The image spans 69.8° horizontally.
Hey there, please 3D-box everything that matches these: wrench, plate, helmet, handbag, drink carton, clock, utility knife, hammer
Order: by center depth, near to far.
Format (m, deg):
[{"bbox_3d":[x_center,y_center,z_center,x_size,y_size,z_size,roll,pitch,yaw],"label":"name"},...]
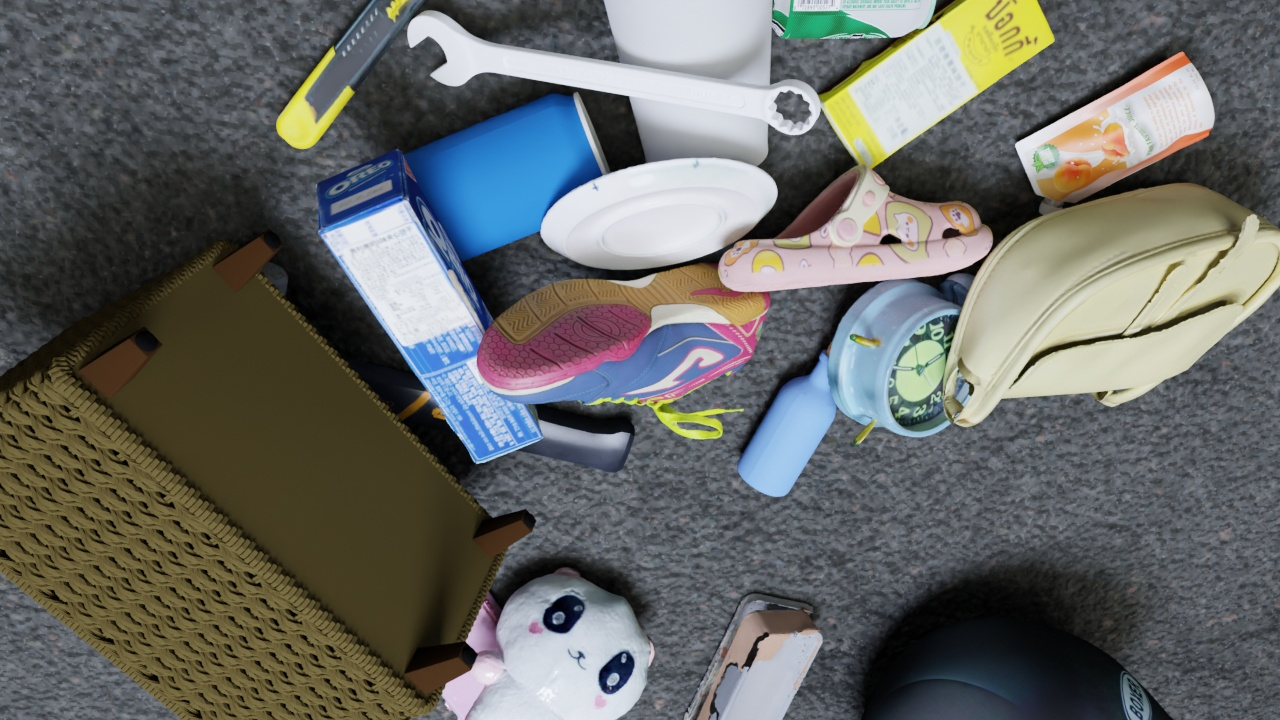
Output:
[{"bbox_3d":[-0.026,-0.170,0.545,0.274,0.009,0.047,16,140,22],"label":"wrench"},{"bbox_3d":[-0.162,-0.220,0.582,0.029,0.020,0.213,37,107,-23],"label":"utility knife"},{"bbox_3d":[0.013,-0.091,0.604,0.157,0.157,0.014,-10,76,0],"label":"plate"},{"bbox_3d":[0.335,-0.033,0.650,0.232,0.088,0.191,-4,126,-27],"label":"handbag"},{"bbox_3d":[0.336,-0.157,0.656,0.122,0.038,0.069,-28,116,16],"label":"drink carton"},{"bbox_3d":[0.216,-0.005,0.693,0.161,0.060,0.118,-22,119,-21],"label":"clock"},{"bbox_3d":[-0.155,0.028,0.703,0.312,0.035,0.140,14,117,-13],"label":"hammer"},{"bbox_3d":[0.306,0.376,0.812,0.236,0.248,0.317,22,119,15],"label":"helmet"}]

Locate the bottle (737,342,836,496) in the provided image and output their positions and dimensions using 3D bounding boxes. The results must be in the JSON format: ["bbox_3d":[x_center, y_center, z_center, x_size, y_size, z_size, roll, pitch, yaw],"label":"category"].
[{"bbox_3d":[0.126,0.044,0.728,0.048,0.048,0.131,20,114,-15],"label":"bottle"}]

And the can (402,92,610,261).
[{"bbox_3d":[-0.096,-0.117,0.606,0.146,0.078,0.079,-21,117,5],"label":"can"}]

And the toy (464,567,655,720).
[{"bbox_3d":[-0.076,0.263,0.766,0.139,0.179,0.102,46,143,0],"label":"toy"}]

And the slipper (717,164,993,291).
[{"bbox_3d":[0.145,-0.093,0.637,0.197,0.093,0.081,-9,94,-14],"label":"slipper"}]

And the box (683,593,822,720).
[{"bbox_3d":[0.098,0.321,0.867,0.081,0.062,0.217,9,117,-22],"label":"box"}]

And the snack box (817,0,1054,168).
[{"bbox_3d":[0.198,-0.197,0.622,0.149,0.025,0.061,-34,116,12],"label":"snack box"}]

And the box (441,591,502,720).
[{"bbox_3d":[-0.165,0.235,0.806,0.098,0.037,0.233,-22,117,7],"label":"box"}]

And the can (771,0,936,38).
[{"bbox_3d":[0.131,-0.233,0.582,0.101,0.053,0.053,-3,117,-4],"label":"can"}]

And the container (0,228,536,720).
[{"bbox_3d":[-0.240,0.092,0.591,0.205,0.176,0.321,-28,112,28],"label":"container"}]

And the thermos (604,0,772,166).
[{"bbox_3d":[0.027,-0.225,0.545,0.131,0.131,0.222,-10,125,0],"label":"thermos"}]

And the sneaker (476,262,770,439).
[{"bbox_3d":[-0.004,0.003,0.620,0.241,0.116,0.091,-16,133,-39],"label":"sneaker"}]

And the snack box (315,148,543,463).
[{"bbox_3d":[-0.128,-0.024,0.591,0.059,0.059,0.226,-21,137,1],"label":"snack box"}]
